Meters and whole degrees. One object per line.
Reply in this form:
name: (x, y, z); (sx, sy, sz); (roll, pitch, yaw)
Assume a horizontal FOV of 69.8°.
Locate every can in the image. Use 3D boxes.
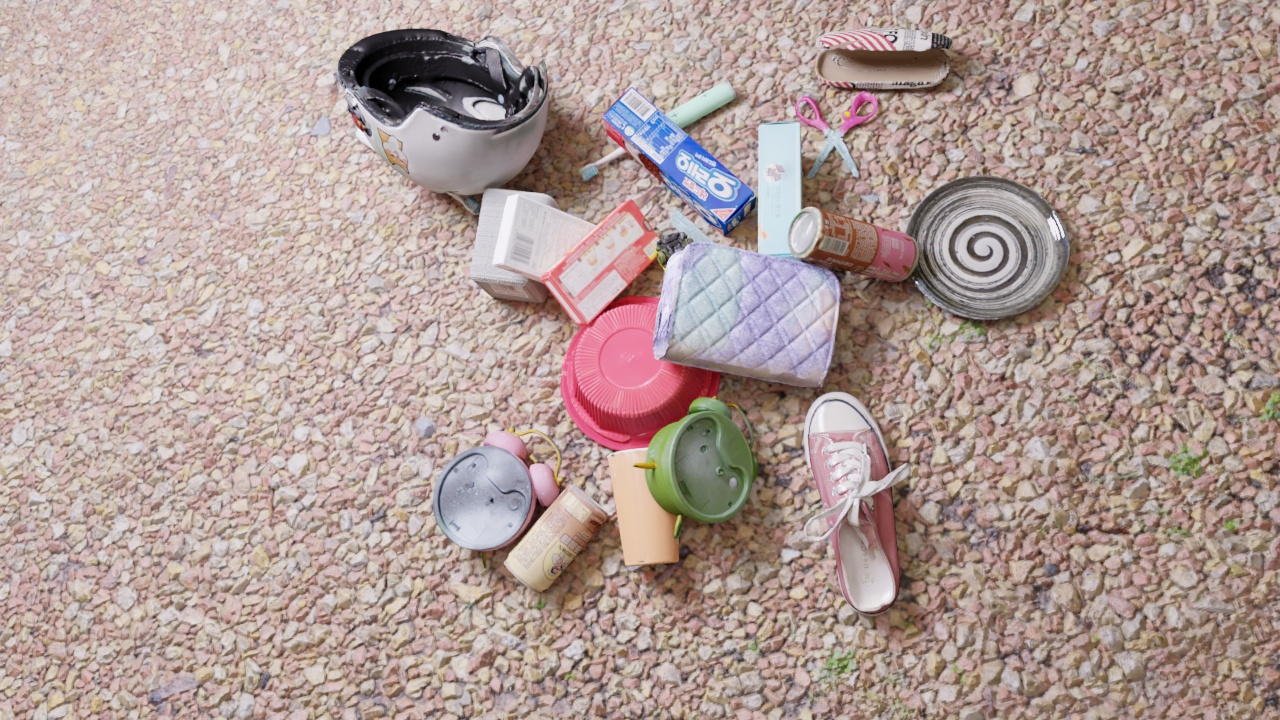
can: (0.236, -0.127, 1.019); (0.147, 0.058, 0.057); (10, 70, -28)
can: (-0.093, 0.197, 1.018); (0.058, 0.058, 0.116); (39, 83, 19)

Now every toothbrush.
toothbrush: (-0.293, -0.252, 1.213); (0.221, 0.026, 0.026); (35, 122, 19)
toothbrush: (0.020, -0.292, 1.167); (0.224, 0.026, 0.027); (-29, 75, 1)

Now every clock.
clock: (-0.158, 0.146, 1.047); (0.117, 0.060, 0.158); (41, 85, 20)
clock: (0.071, 0.106, 0.983); (0.160, 0.056, 0.116); (-37, 104, -36)

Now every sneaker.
sneaker: (0.225, 0.143, 0.960); (0.118, 0.088, 0.240); (-9, 72, 8)

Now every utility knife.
utility knife: (0.111, -0.109, 1.097); (0.031, 0.022, 0.220); (-43, 77, -6)

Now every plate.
plate: (0.392, -0.127, 1.049); (0.179, 0.024, 0.179); (-3, 71, 8)

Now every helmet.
helmet: (-0.239, -0.298, 1.143); (0.274, 0.157, 0.229); (28, 47, 29)

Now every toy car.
toy car: (0.055, -0.102, 1.095); (0.048, 0.032, 0.105); (-27, 83, -16)

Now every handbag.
handbag: (0.117, -0.049, 1.009); (0.193, 0.076, 0.134); (11, 82, -12)

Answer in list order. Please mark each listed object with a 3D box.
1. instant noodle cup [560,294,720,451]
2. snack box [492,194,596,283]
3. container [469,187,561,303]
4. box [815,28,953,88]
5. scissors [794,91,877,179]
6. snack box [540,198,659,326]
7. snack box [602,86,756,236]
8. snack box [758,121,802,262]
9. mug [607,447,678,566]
instant noodle cup: (-0.006, 0.006, 1.059); (0.194, 0.066, 0.193); (-3, 71, 10)
snack box: (-0.093, -0.129, 1.076); (0.027, 0.156, 0.084); (0, 77, 52)
container: (-0.150, -0.137, 1.120); (0.090, 0.090, 0.114); (8, 78, 13)
box: (0.298, -0.367, 1.133); (0.163, 0.083, 0.075); (2, 33, 12)
scissors: (0.234, -0.282, 1.132); (0.130, 0.017, 0.133); (31, 84, 16)
snack box: (-0.041, -0.116, 1.077); (0.152, 0.026, 0.075); (-47, 110, -27)
snack box: (0.047, -0.241, 1.113); (0.207, 0.058, 0.057); (43, 86, 10)
snack box: (0.165, -0.187, 1.082); (0.052, 0.074, 0.174); (-1, 73, 11)
mug: (0.008, 0.161, 1.006); (0.078, 0.078, 0.122); (-7, 77, 8)
